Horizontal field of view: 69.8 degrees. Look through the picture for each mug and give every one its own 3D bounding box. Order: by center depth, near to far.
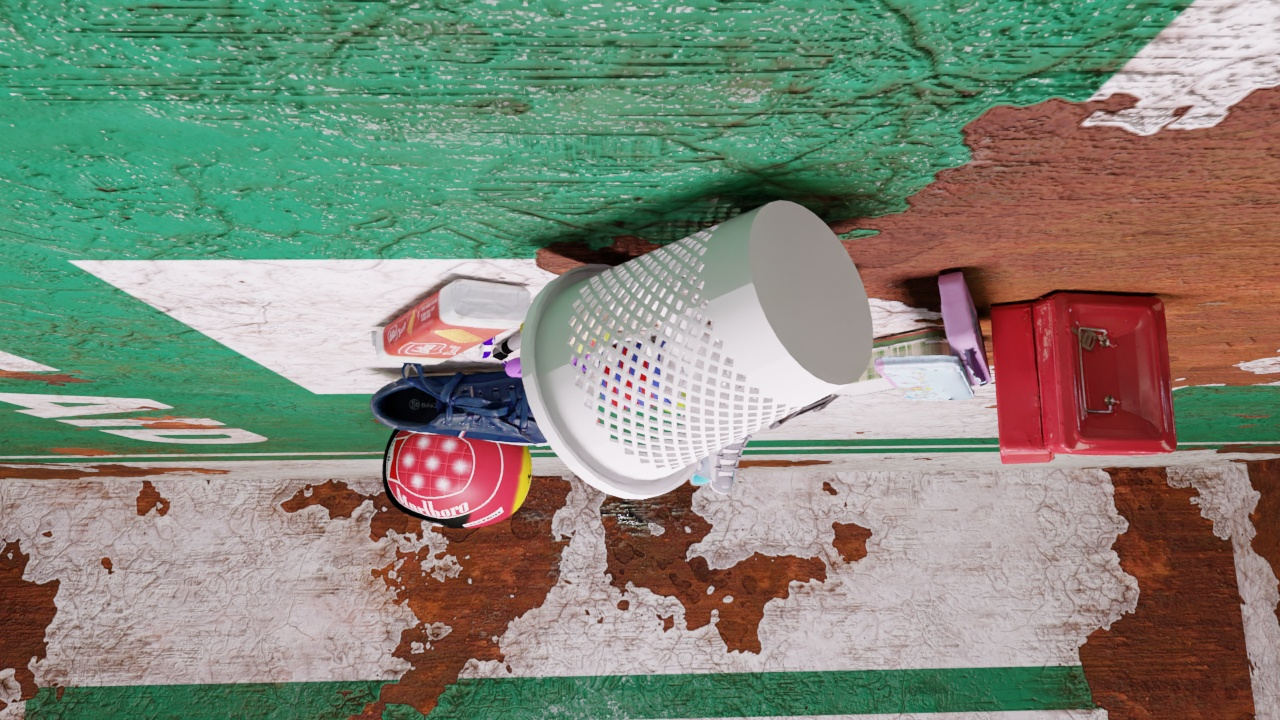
[{"bbox_3d":[-0.006,0.006,1.042,0.076,0.074,0.112,-6,142,23],"label":"mug"}]

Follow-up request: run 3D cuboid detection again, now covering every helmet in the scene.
[{"bbox_3d":[-0.319,0.179,1.535,0.271,0.197,0.224,5,170,11],"label":"helmet"}]

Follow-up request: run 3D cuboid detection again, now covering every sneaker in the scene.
[{"bbox_3d":[-0.206,0.052,1.150,0.295,0.120,0.127,-1,-178,13],"label":"sneaker"},{"bbox_3d":[0.140,0.102,1.279,0.093,0.160,0.257,5,169,-29],"label":"sneaker"}]

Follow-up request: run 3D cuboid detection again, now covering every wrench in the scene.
[{"bbox_3d":[0.232,0.059,1.231,0.070,0.010,0.272,-41,166,23],"label":"wrench"}]

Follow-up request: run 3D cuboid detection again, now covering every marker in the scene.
[{"bbox_3d":[-0.132,-0.022,1.002,0.016,0.016,0.141,5,167,-27],"label":"marker"}]

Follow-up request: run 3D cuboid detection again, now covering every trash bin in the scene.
[{"bbox_3d":[0.049,-0.015,0.679,0.195,0.195,0.200,10,155,-42],"label":"trash bin"}]

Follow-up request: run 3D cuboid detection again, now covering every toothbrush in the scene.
[{"bbox_3d":[-0.165,-0.023,0.995,0.016,0.015,0.187,-4,170,-12],"label":"toothbrush"}]

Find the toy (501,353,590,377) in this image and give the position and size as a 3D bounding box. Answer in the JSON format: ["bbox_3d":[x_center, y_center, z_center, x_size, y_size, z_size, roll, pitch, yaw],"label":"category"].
[{"bbox_3d":[-0.096,0.005,1.033,0.088,0.056,0.105,-22,179,36],"label":"toy"}]

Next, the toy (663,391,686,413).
[{"bbox_3d":[0.024,0.038,1.187,0.093,0.036,0.094,35,172,5],"label":"toy"}]

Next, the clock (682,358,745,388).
[{"bbox_3d":[0.097,0.015,1.152,0.094,0.035,0.122,-2,170,5],"label":"clock"}]

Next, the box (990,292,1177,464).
[{"bbox_3d":[0.412,0.023,0.928,0.151,0.157,0.165,4,170,-15],"label":"box"}]

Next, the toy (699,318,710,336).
[{"bbox_3d":[0.103,-0.034,0.902,0.054,0.041,0.102,29,148,-23],"label":"toy"}]

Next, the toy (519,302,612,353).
[{"bbox_3d":[-0.068,-0.032,0.889,0.092,0.043,0.118,4,166,-18],"label":"toy"}]

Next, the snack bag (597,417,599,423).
[{"bbox_3d":[-0.145,0.056,1.247,0.176,0.082,0.082,-2,169,9],"label":"snack bag"}]

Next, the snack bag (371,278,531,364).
[{"bbox_3d":[-0.189,-0.033,0.887,0.077,0.041,0.226,4,166,-33],"label":"snack bag"}]

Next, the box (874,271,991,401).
[{"bbox_3d":[0.280,-0.010,0.886,0.093,0.089,0.214,-13,165,22],"label":"box"}]

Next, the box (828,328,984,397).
[{"bbox_3d":[0.297,0.007,1.101,0.117,0.050,0.206,4,169,-37],"label":"box"}]
